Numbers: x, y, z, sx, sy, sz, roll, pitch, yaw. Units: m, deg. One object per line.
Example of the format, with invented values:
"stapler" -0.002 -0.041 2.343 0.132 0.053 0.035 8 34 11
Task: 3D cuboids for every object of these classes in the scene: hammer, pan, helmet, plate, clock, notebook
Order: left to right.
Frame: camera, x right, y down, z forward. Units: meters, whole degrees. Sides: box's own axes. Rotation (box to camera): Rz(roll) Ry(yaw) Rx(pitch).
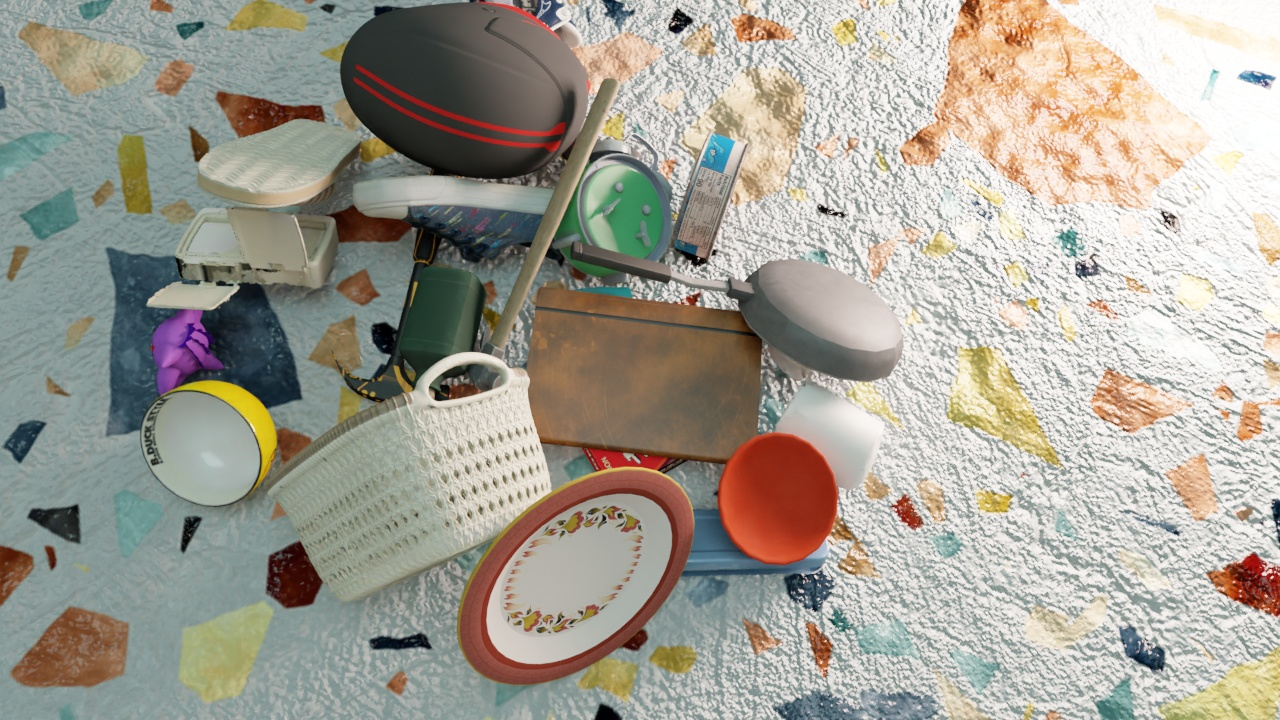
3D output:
"hammer" -0.234 -0.105 0.972 0.123 0.036 0.320 11 68 -7
"helmet" -0.163 -0.266 0.921 0.264 0.165 0.169 8 36 -23
"hammer" -0.096 -0.126 0.906 0.030 0.119 0.331 21 93 -32
"plate" -0.053 0.183 0.787 0.229 0.230 0.021 -32 44 -16
"clock" -0.021 -0.168 0.969 0.122 0.075 0.161 35 66 -31
"notebook" -0.004 0.007 0.918 0.249 0.014 0.178 7 68 -3
"pan" 0.105 -0.070 0.914 0.357 0.041 0.178 13 34 -14

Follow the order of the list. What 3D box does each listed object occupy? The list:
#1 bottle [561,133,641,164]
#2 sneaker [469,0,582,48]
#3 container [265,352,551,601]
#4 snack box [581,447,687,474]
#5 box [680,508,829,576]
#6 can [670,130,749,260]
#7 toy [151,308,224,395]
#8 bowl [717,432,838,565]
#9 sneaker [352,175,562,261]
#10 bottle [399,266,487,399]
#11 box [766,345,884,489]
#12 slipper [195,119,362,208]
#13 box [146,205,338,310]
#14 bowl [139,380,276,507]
"bottle" -0.055 -0.234 1.039 0.110 0.036 0.036 16 67 1
"sneaker" -0.133 -0.408 1.083 0.132 0.103 0.269 9 67 -18
"container" -0.191 0.105 0.783 0.184 0.247 0.143 -16 79 -47
"snack box" -0.007 0.043 0.932 0.132 0.036 0.152 -28 73 -15
"box" 0.076 0.179 0.897 0.209 0.049 0.066 1 49 -7
"can" 0.073 -0.174 0.977 0.044 0.130 0.129 20 67 2
"toy" -0.441 -0.013 0.887 0.056 0.088 0.105 13 67 -7
"bowl" 0.124 0.129 0.865 0.122 0.035 0.122 2 83 -17
"sneaker" -0.180 -0.144 0.950 0.235 0.088 0.079 -1 92 -31
"bottle" -0.197 -0.021 0.897 0.061 0.061 0.131 8 70 9
"box" 0.171 0.047 0.929 0.162 0.084 0.112 31 77 8
"slipper" -0.356 -0.193 0.922 0.115 0.052 0.262 15 25 -4
"box" -0.386 -0.116 0.901 0.145 0.185 0.095 2 111 -7
"bowl" -0.393 0.070 0.858 0.117 0.067 0.117 2 110 6
